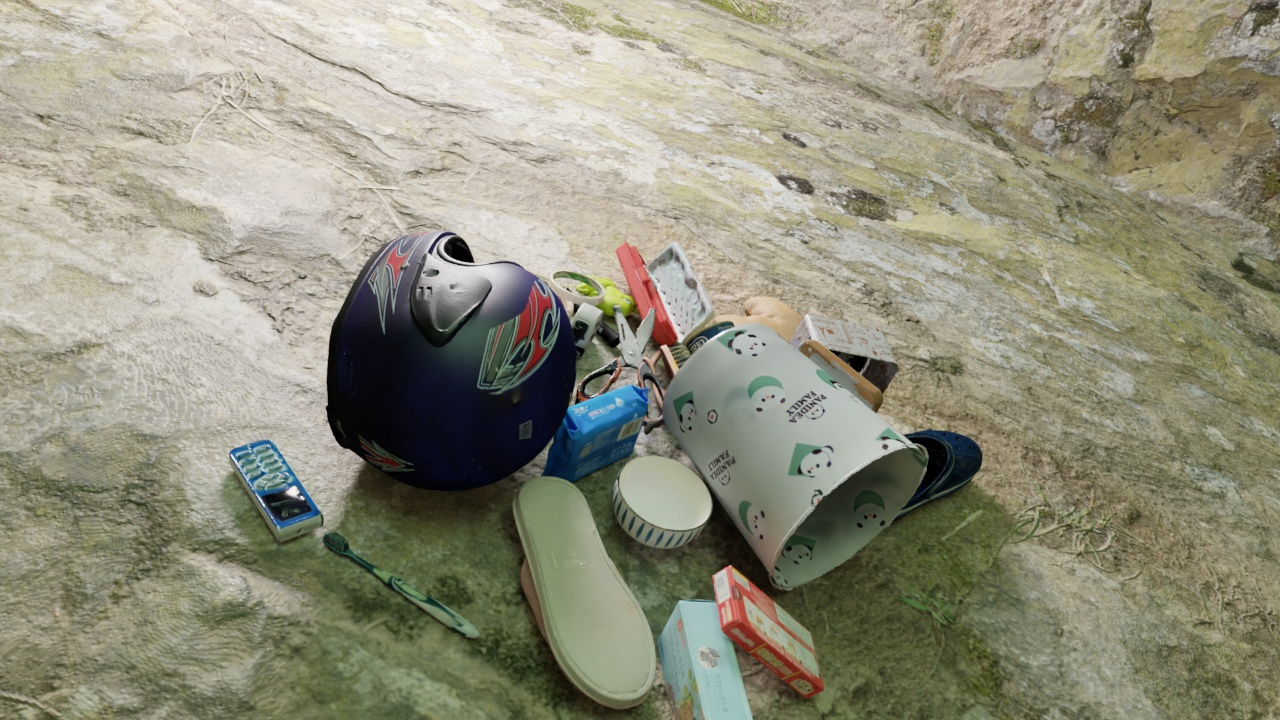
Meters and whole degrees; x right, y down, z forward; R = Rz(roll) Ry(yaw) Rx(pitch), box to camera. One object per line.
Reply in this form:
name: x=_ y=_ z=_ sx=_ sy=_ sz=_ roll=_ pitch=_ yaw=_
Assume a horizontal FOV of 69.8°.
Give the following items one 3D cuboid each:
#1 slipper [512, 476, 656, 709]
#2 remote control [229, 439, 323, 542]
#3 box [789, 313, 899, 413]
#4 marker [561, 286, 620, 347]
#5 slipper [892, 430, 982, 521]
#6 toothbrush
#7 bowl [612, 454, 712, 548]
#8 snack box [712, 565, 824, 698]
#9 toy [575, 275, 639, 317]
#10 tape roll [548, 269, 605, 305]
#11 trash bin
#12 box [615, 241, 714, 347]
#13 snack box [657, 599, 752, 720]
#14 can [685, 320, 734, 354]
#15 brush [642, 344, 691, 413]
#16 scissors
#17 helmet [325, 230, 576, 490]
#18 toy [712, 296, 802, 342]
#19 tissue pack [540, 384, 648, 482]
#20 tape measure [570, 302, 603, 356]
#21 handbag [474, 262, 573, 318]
slipper: x=-0.067 y=0.238 z=0.954 sx=0.114 sy=0.055 sz=0.274 roll=-4 pitch=47 yaw=-30
remote control: x=-0.380 y=0.133 z=0.952 sx=0.048 sy=0.024 sz=0.125 roll=-18 pitch=51 yaw=-41
box: x=0.253 y=0.063 z=1.226 sx=0.154 sy=0.183 sz=0.184 roll=9 pitch=39 yaw=-17
marker: x=-0.076 y=-0.065 z=1.358 sx=0.022 sy=0.020 sz=0.132 roll=-25 pitch=56 yaw=-38
slipper: x=0.383 y=0.141 z=1.271 sx=0.252 sy=0.095 sz=0.105 roll=-18 pitch=54 yaw=-36
toothbrush: x=-0.240 y=0.223 z=0.916 sx=0.191 sy=0.018 sz=0.016 roll=29 pitch=37 yaw=10
bowl: x=0.019 y=0.173 z=1.067 sx=0.116 sy=0.066 sz=0.116 roll=15 pitch=37 yaw=-12
snack box: x=0.133 y=0.283 z=0.953 sx=0.153 sy=0.025 sz=0.075 roll=43 pitch=23 yaw=-28
toy: x=-0.051 y=-0.096 z=1.400 sx=0.096 sy=0.031 sz=0.100 roll=4 pitch=35 yaw=-22
tape roll: x=-0.093 y=-0.107 z=1.349 sx=0.086 sy=0.014 sz=0.085 roll=17 pitch=27 yaw=-9
trash bin: x=0.169 y=0.102 z=1.098 sx=0.229 sy=0.230 sz=0.252 roll=-12 pitch=47 yaw=-37
box: x=0.041 y=-0.116 z=1.410 sx=0.095 sy=0.101 sz=0.201 roll=51 pitch=13 yaw=-43
snack box: x=0.063 y=0.326 z=0.891 sx=0.051 sy=0.074 sz=0.174 roll=7 pitch=39 yaw=-18
can: x=0.120 y=0.010 z=1.289 sx=0.075 sy=0.076 sz=0.111 roll=-12 pitch=69 yaw=-37
brush: x=0.051 y=0.032 z=1.269 sx=0.073 sy=0.063 sz=0.145 roll=-21 pitch=46 yaw=-5
scissors: x=-0.016 y=0.011 z=1.250 sx=0.189 sy=0.015 sz=0.225 roll=38 pitch=58 yaw=23
helmet: x=-0.189 y=-0.006 z=1.025 sx=0.240 sy=0.248 sz=0.314 roll=5 pitch=48 yaw=7
toy: x=0.169 y=-0.022 z=1.385 sx=0.143 sy=0.083 sz=0.225 roll=35 pitch=43 yaw=27
tissue pack: x=-0.056 y=0.088 z=1.115 sx=0.156 sy=0.095 sz=0.052 roll=-21 pitch=53 yaw=-40
tape measure: x=-0.079 y=-0.046 z=1.293 sx=0.033 sy=0.066 sz=0.065 roll=25 pitch=37 yaw=2
handbag: x=-0.188 y=-0.077 z=1.280 sx=0.193 sy=0.094 sz=0.233 roll=35 pitch=27 yaw=18
